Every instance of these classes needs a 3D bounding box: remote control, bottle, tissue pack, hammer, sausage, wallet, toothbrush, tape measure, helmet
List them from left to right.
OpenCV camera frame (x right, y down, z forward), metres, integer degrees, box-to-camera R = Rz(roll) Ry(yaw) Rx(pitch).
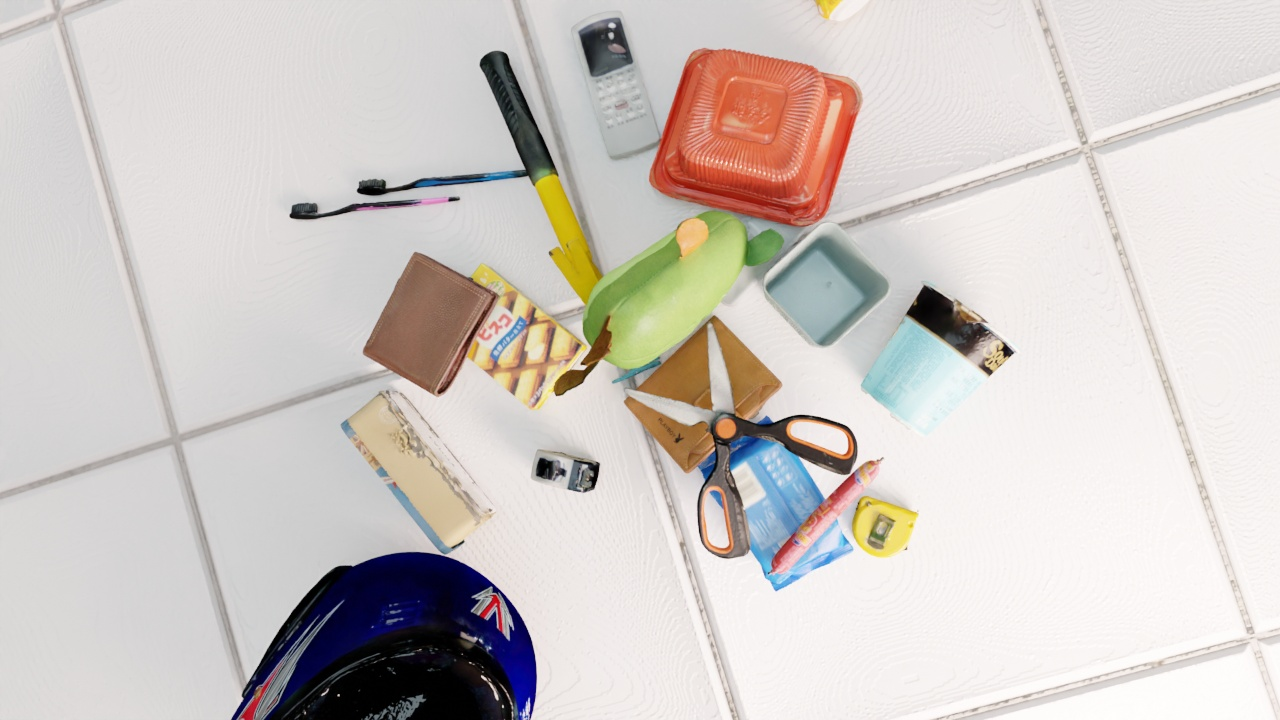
[{"bbox_3d":[-0.285,-0.167,0.981,0.189,0.014,0.017,-5,76,6],"label":"toothbrush"},{"bbox_3d":[-0.244,0.325,0.846,0.247,0.240,0.315,44,84,-16],"label":"helmet"},{"bbox_3d":[-0.215,-0.037,0.931,0.101,0.032,0.124,29,91,14],"label":"wallet"},{"bbox_3d":[-0.210,-0.192,0.974,0.189,0.014,0.016,-5,64,6],"label":"toothbrush"},{"bbox_3d":[-0.096,-0.183,0.925,0.033,0.128,0.300,-26,76,7],"label":"hammer"},{"bbox_3d":[-0.076,0.111,0.924,0.066,0.066,0.033,13,85,4],"label":"tape measure"},{"bbox_3d":[-0.026,-0.286,0.951,0.058,0.021,0.150,-17,88,5],"label":"remote control"},{"bbox_3d":[0.062,0.034,0.918,0.132,0.031,0.108,-43,66,4],"label":"wallet"},{"bbox_3d":[0.118,-0.118,0.931,0.056,0.020,0.136,43,94,7],"label":"remote control"},{"bbox_3d":[0.133,0.142,0.908,0.095,0.052,0.157,-33,86,6],"label":"tissue pack"},{"bbox_3d":[0.174,0.146,0.866,0.020,0.020,0.156,43,93,6],"label":"sausage"},{"bbox_3d":[0.183,-0.394,0.909,0.063,0.063,0.108,-34,86,4],"label":"bottle"},{"bbox_3d":[0.239,0.166,0.907,0.060,0.029,0.057,18,91,7],"label":"tape measure"}]

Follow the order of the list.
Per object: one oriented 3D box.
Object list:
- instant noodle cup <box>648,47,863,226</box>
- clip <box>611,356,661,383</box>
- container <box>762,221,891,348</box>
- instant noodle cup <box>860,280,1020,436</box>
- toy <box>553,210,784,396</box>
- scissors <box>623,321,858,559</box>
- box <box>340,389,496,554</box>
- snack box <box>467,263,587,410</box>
[{"bbox_3d":[0.112,-0.228,0.898,0.189,0.079,0.164,15,83,11],"label":"instant noodle cup"},{"bbox_3d":[-0.006,0.004,0.946,0.054,0.013,0.034,-7,89,8],"label":"clip"},{"bbox_3d":[0.172,-0.066,0.878,0.090,0.111,0.090,-43,85,3],"label":"container"},{"bbox_3d":[0.275,0.004,0.873,0.111,0.111,0.120,39,100,6],"label":"instant noodle cup"},{"bbox_3d":[0.016,-0.059,0.848,0.246,0.227,0.090,-40,83,-26],"label":"toy"},{"bbox_3d":[0.092,0.079,0.865,0.234,0.021,0.221,9,95,0],"label":"scissors"},{"bbox_3d":[-0.218,0.115,0.929,0.061,0.090,0.184,-38,84,-2],"label":"box"},{"bbox_3d":[-0.135,-0.024,0.951,0.140,0.033,0.087,39,94,8],"label":"snack box"}]
